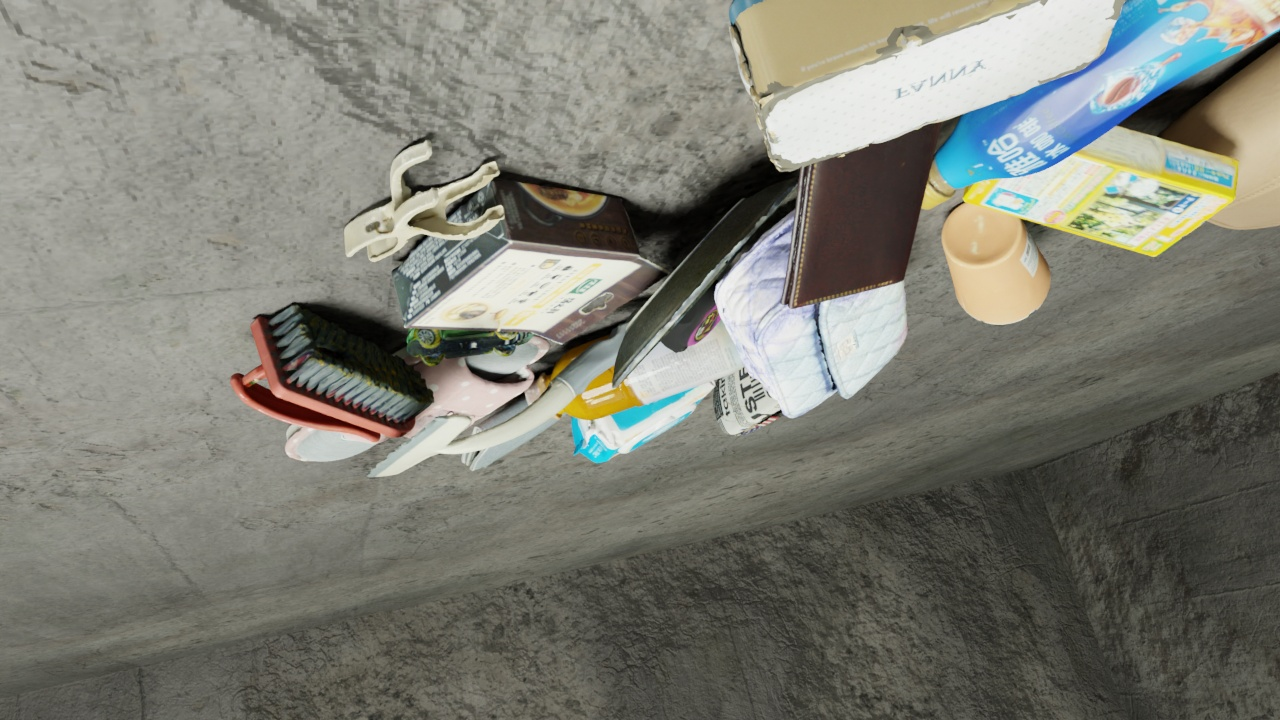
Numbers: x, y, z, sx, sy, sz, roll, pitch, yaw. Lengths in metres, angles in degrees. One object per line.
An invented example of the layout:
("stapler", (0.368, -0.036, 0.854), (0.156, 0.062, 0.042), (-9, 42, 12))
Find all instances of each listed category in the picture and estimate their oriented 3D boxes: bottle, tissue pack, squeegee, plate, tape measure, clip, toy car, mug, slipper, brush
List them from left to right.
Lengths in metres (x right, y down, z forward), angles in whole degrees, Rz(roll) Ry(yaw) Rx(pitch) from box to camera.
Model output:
("brush", (-0.208, 0.020, 0.637), (0.069, 0.063, 0.145), (-36, 150, 10))
("slipper", (-0.189, 0.040, 0.762), (0.275, 0.054, 0.114), (-25, 160, 25))
("clip", (-0.110, -0.078, 0.494), (0.092, 0.035, 0.103), (-4, 164, -28))
("toy car", (-0.122, -0.021, 0.657), (0.091, 0.036, 0.043), (-11, 164, -16))
("squeegee", (-0.066, 0.020, 0.676), (0.245, 0.039, 0.247), (-32, -179, -29))
("bottle", (-0.005, 0.004, 0.770), (0.190, 0.068, 0.068), (-20, 162, 8))
("tissue pack", (0.000, 0.043, 0.863), (0.139, 0.063, 0.090), (-29, 171, -19))
("tape measure", (0.038, -0.041, 0.703), (0.057, 0.039, 0.057), (-42, 162, -22))
("plate", (0.035, -0.054, 0.584), (0.179, 0.024, 0.179), (-48, 179, -2))
("mug", (0.287, -0.083, 0.747), (0.078, 0.078, 0.122), (-22, 157, 22))
("bottle", (0.237, -0.149, 0.504), (0.065, 0.065, 0.219), (-2, 159, -36))

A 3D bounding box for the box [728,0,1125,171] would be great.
("box", (0.136, -0.154, 0.424), (0.184, 0.059, 0.090), (-19, 163, 8))

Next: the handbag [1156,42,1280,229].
("handbag", (0.441, -0.164, 0.586), (0.147, 0.099, 0.205), (1, 158, -22))

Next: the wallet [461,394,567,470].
("wallet", (-0.105, 0.049, 0.853), (0.129, 0.037, 0.107), (-31, 173, -28))

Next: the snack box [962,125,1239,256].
("snack box", (0.296, -0.117, 0.602), (0.140, 0.033, 0.087), (19, 162, 5))

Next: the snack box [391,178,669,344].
("snack box", (-0.068, -0.055, 0.565), (0.125, 0.053, 0.114), (-1, 158, -47))

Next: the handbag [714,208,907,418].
("handbag", (0.137, -0.034, 0.682), (0.134, 0.075, 0.194), (-40, 152, -1))

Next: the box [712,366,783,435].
("box", (0.114, 0.021, 0.849), (0.057, 0.070, 0.165), (19, 148, -19))

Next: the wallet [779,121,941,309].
("wallet", (0.131, -0.093, 0.543), (0.096, 0.020, 0.122), (-14, 127, -23))
